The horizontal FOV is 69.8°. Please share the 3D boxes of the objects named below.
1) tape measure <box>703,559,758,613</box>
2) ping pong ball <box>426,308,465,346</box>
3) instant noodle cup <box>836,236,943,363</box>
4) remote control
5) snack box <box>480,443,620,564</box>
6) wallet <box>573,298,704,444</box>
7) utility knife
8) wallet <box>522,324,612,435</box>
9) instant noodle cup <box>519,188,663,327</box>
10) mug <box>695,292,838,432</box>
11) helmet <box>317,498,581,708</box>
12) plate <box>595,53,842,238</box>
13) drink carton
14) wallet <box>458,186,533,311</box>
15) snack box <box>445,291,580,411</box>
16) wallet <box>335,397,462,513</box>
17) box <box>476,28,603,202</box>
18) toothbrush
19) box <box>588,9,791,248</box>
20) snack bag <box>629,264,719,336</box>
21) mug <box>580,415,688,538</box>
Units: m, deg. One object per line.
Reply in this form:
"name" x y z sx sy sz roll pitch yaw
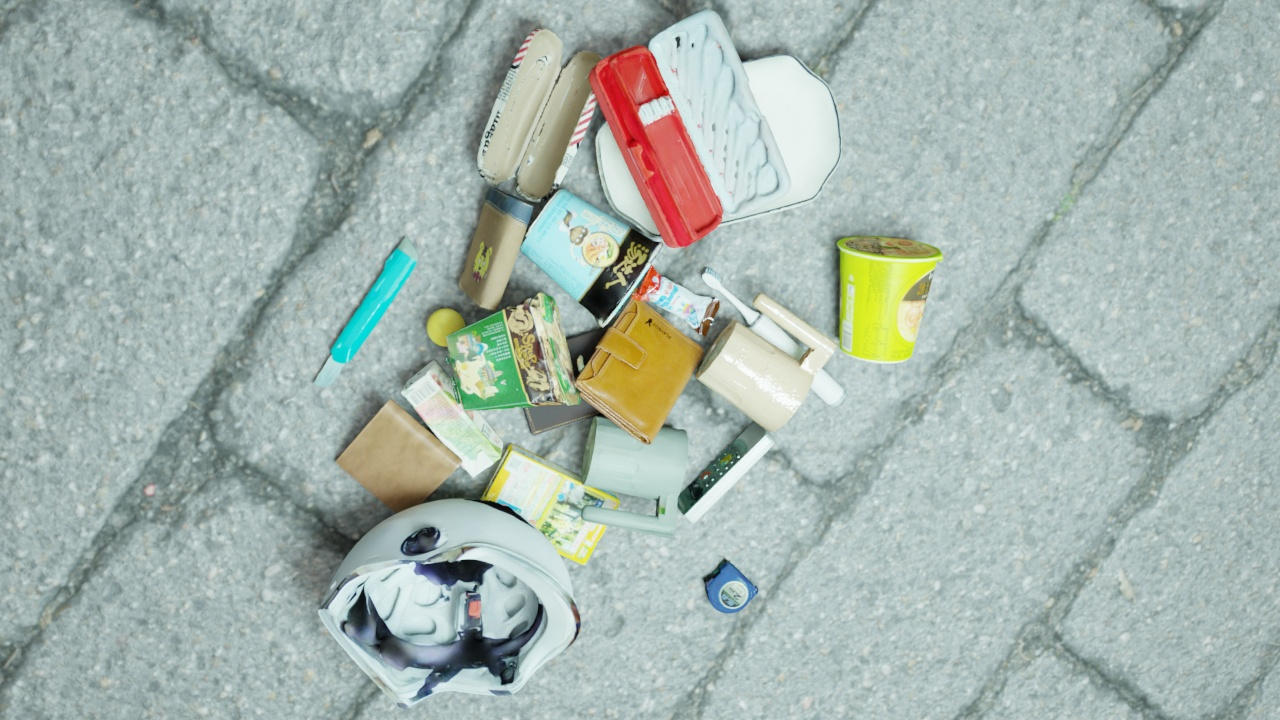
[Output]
"tape measure" 0.104 0.271 1.090 0.054 0.025 0.058 -44 101 4
"ping pong ball" -0.205 -0.035 0.968 0.040 0.040 0.040 -2 102 -9
"instant noodle cup" 0.267 -0.065 1.010 0.111 0.111 0.123 -1 110 -9
"remote control" 0.095 0.126 1.043 0.135 0.056 0.019 -45 104 3
"snack box" -0.104 0.162 1.031 0.140 0.033 0.087 27 96 -12
"wallet" -0.006 0.006 0.986 0.119 0.035 0.130 40 61 -14
"utility knife" -0.289 -0.048 0.966 0.029 0.013 0.185 35 93 -11
"wallet" -0.075 0.023 1.013 0.122 0.020 0.096 -17 107 -6
"instant noodle cup" -0.057 -0.111 0.948 0.120 0.111 0.111 35 94 -7
"mug" 0.135 0.001 0.998 0.103 0.084 0.125 34 110 -6
"helmet" -0.191 0.233 0.963 0.259 0.145 0.229 -21 124 10
"plate" 0.083 -0.227 0.978 0.265 0.034 0.162 -15 104 -6
"drink carton" -0.202 0.064 0.983 0.045 0.053 0.122 -36 105 4
"wallet" -0.149 -0.115 0.937 0.033 0.090 0.115 14 102 -31
"snack box" -0.132 0.000 0.941 0.106 0.117 0.118 -14 87 6
"wallet" -0.258 0.107 0.975 0.101 0.020 0.116 43 120 -9
"box" -0.104 -0.246 0.922 0.086 0.075 0.162 16 103 -43
"toothbrush" 0.150 -0.026 1.035 0.221 0.026 0.027 42 129 -14
"box" 0.049 -0.230 0.924 0.157 0.069 0.201 -28 104 -6
"snack bag" 0.038 -0.067 1.006 0.105 0.026 0.045 26 87 -22
"mug" -0.009 0.125 1.000 0.103 0.084 0.123 12 61 -9
